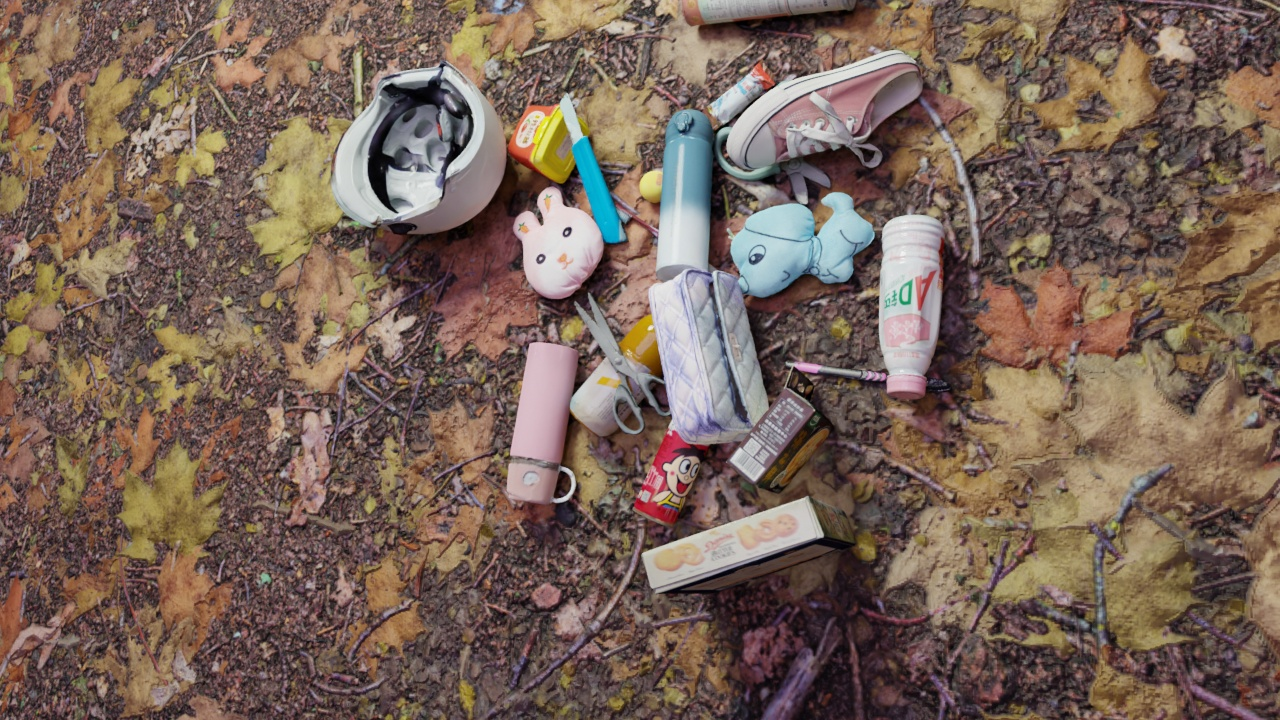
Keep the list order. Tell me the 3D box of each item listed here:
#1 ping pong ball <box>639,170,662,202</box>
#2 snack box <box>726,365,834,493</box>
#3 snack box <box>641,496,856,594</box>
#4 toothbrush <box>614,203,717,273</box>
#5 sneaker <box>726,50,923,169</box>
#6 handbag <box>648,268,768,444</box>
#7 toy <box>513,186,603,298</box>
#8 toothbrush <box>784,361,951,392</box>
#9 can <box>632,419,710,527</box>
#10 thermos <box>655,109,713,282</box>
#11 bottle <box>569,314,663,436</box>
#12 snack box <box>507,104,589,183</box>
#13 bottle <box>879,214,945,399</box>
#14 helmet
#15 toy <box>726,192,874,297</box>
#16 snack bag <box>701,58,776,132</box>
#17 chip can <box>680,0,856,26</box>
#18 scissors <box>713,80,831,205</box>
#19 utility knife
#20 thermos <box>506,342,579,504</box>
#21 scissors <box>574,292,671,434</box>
[{"bbox_3d":[0.019,-0.223,1.179,0.040,0.040,0.040,-6,75,22],"label":"ping pong ball"},{"bbox_3d":[0.159,0.080,1.004,0.053,0.113,0.126,41,96,25],"label":"snack box"},{"bbox_3d":[0.119,0.197,0.955,0.178,0.182,0.045,-23,69,16],"label":"snack box"},{"bbox_3d":[0.031,-0.151,1.171,0.187,0.016,0.017,37,101,26],"label":"toothbrush"},{"bbox_3d":[0.220,-0.276,1.060,0.241,0.118,0.087,-22,53,1],"label":"sneaker"},{"bbox_3d":[0.084,-0.003,1.035,0.076,0.134,0.193,-19,77,33],"label":"handbag"},{"bbox_3d":[-0.115,-0.158,1.218,0.121,0.054,0.159,-45,58,14],"label":"toy"},{"bbox_3d":[0.252,0.016,1.034,0.189,0.018,0.014,9,71,26],"label":"toothbrush"},{"bbox_3d":[0.041,0.125,1.078,0.053,0.053,0.132,23,87,26],"label":"can"},{"bbox_3d":[0.055,-0.203,1.132,0.070,0.070,0.220,-4,71,22],"label":"thermos"},{"bbox_3d":[-0.007,0.007,1.120,0.068,0.068,0.189,43,96,26],"label":"bottle"},{"bbox_3d":[-0.126,-0.296,1.244,0.080,0.082,0.091,23,86,40],"label":"snack box"},{"bbox_3d":[0.293,-0.057,1.001,0.068,0.068,0.196,1,76,24],"label":"bottle"},{"bbox_3d":[-0.287,-0.273,1.268,0.259,0.145,0.228,-20,69,28],"label":"helmet"},{"bbox_3d":[0.180,-0.136,1.083,0.156,0.049,0.161,31,96,18],"label":"toy"},{"bbox_3d":[0.124,-0.336,1.170,0.104,0.026,0.048,-35,54,12],"label":"snack bag"},{"bbox_3d":[0.160,-0.469,1.161,0.215,0.071,0.071,3,78,24],"label":"chip can"},{"bbox_3d":[0.160,-0.259,1.141,0.176,0.019,0.174,-14,73,19],"label":"scissors"},{"bbox_3d":[-0.066,-0.248,1.194,0.034,0.018,0.204,-18,94,27],"label":"utility knife"},{"bbox_3d":[-0.114,0.081,1.154,0.087,0.067,0.198,8,79,-2],"label":"thermos"},{"bbox_3d":[-0.030,0.008,1.079,0.170,0.014,0.150,22,94,1],"label":"scissors"}]
